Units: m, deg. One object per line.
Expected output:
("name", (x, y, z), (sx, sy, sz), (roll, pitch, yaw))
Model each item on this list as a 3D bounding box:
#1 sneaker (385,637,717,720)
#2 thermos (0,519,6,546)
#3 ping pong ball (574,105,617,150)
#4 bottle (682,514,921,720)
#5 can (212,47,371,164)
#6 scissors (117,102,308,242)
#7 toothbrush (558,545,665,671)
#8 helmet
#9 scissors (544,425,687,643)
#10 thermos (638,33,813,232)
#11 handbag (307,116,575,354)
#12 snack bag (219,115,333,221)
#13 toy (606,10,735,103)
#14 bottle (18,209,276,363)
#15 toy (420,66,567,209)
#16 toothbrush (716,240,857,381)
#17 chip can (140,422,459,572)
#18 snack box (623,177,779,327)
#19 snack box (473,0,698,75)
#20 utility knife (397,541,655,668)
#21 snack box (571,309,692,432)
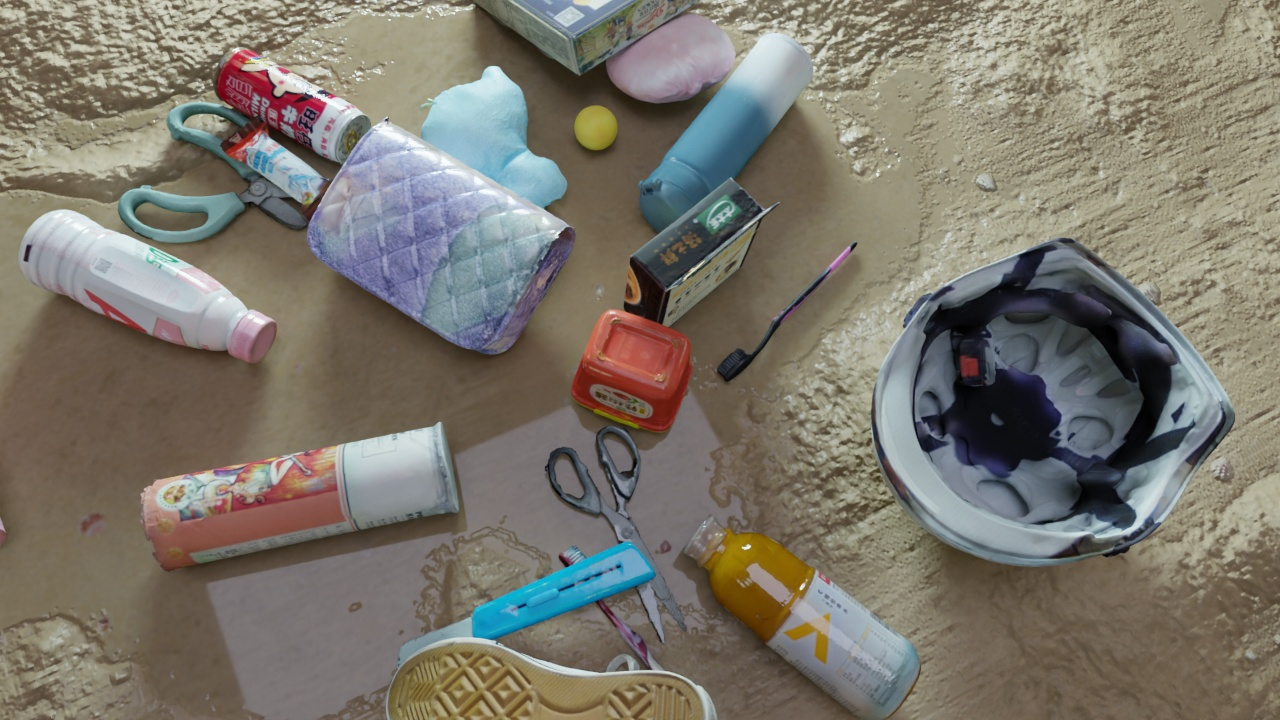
("sneaker", (-0.060, 0.252, 0.642), (0.241, 0.088, 0.118), (-2, 54, 17))
("thermos", (-0.539, 0.053, 0.678), (0.067, 0.087, 0.198), (-21, 72, -31))
("ping pong ball", (-0.041, -0.215, 0.848), (0.040, 0.040, 0.040), (2, 68, -4))
("bottle", (0.117, 0.188, 0.689), (0.189, 0.068, 0.068), (37, 70, 10))
("can", (-0.311, -0.228, 0.824), (0.133, 0.053, 0.053), (29, 69, 7))
("scissors", (-0.377, -0.147, 0.806), (0.175, 0.019, 0.175), (38, 69, 7))
("toothbrush", (0.002, 0.216, 0.698), (0.017, 0.016, 0.187), (-35, 75, -27))
("helmet", (0.292, 0.047, 0.718), (0.258, 0.146, 0.229), (-39, 75, -9))
("scissors", (-0.006, 0.131, 0.731), (0.170, 0.014, 0.150), (26, 70, 5))
("thermos", (0.078, -0.206, 0.844), (0.070, 0.070, 0.220), (33, 71, 8))
("handbag", (-0.167, -0.100, 0.768), (0.194, 0.075, 0.134), (32, 90, 6))
("snack bag", (-0.311, -0.168, 0.801), (0.104, 0.026, 0.048), (39, 73, 5))
("toy", (0.016, -0.307, 0.883), (0.121, 0.054, 0.159), (-26, 61, -14))
("bottle", (-0.395, -0.055, 0.744), (0.197, 0.068, 0.068), (25, 69, 1))
("toy", (-0.137, -0.183, 0.824), (0.156, 0.050, 0.161), (25, 81, 1))
("toothbrush", (0.132, -0.048, 0.813), (0.018, 0.014, 0.188), (37, 69, 23))
("chip can", (-0.250, 0.102, 0.691), (0.214, 0.071, 0.071), (-11, 70, -8))
("snack box", (0.046, -0.084, 0.759), (0.113, 0.126, 0.053), (-40, 77, -18))
("snack box", (-0.046, -0.369, 0.879), (0.182, 0.046, 0.178), (-36, 57, -17))
("utility knife", (-0.088, 0.187, 0.691), (0.204, 0.018, 0.034), (-22, 74, -2))
("snack box", (-0.004, 0.004, 0.744), (0.091, 0.080, 0.081), (20, 68, 3))
